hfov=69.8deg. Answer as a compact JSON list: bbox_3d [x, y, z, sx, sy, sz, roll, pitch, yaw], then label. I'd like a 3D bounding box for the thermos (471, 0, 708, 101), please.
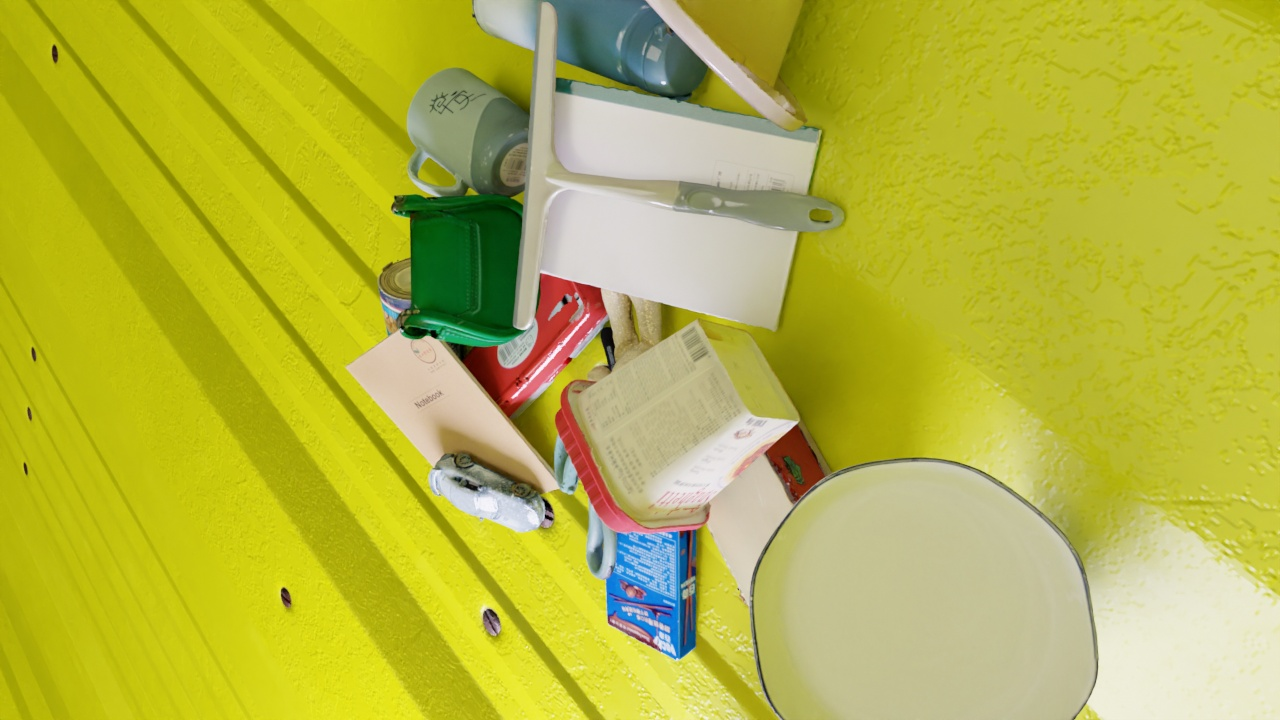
[{"bbox_3d":[-0.042,-0.262,0.725,0.220,0.070,0.070,32,118,33],"label":"thermos"}]

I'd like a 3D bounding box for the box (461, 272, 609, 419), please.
[{"bbox_3d":[-0.096,-0.025,0.841,0.202,0.048,0.087,-44,67,38],"label":"box"}]

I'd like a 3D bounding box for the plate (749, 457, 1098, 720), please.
[{"bbox_3d":[0.171,0.162,0.574,0.205,0.045,0.205,0,91,12],"label":"plate"}]

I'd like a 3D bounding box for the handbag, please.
[{"bbox_3d":[-0.149,-0.076,0.774,0.068,0.120,0.131,-12,79,54],"label":"handbag"}]

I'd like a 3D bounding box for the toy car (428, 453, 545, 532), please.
[{"bbox_3d":[-0.150,0.132,0.893,0.121,0.036,0.054,20,133,14],"label":"toy car"}]

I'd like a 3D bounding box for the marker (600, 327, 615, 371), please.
[{"bbox_3d":[-0.013,0.031,0.788,0.018,0.015,0.124,-18,86,39],"label":"marker"}]

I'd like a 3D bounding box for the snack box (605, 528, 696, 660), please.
[{"bbox_3d":[0.007,0.168,0.780,0.085,0.026,0.157,15,114,39],"label":"snack box"}]

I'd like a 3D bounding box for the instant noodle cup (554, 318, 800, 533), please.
[{"bbox_3d":[0.027,0.041,0.612,0.124,0.116,0.116,-39,65,26],"label":"instant noodle cup"}]

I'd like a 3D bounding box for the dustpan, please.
[{"bbox_3d":[0.001,-0.256,0.584,0.273,0.222,0.139,28,104,27],"label":"dustpan"}]

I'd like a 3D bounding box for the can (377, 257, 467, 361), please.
[{"bbox_3d":[-0.209,-0.037,0.888,0.075,0.075,0.111,34,139,33],"label":"can"}]

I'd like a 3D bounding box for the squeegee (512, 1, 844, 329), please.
[{"bbox_3d":[0.020,-0.118,0.654,0.247,0.039,0.247,12,106,17],"label":"squeegee"}]

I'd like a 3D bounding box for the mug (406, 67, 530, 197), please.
[{"bbox_3d":[-0.151,-0.188,0.811,0.106,0.082,0.111,40,82,26],"label":"mug"}]

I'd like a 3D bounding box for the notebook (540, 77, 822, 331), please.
[{"bbox_3d":[0.016,-0.117,0.684,0.209,0.012,0.150,16,109,15],"label":"notebook"}]

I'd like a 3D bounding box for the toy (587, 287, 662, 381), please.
[{"bbox_3d":[-0.004,0.004,0.742,0.105,0.066,0.157,-2,94,25],"label":"toy"}]

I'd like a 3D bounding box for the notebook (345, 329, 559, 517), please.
[{"bbox_3d":[-0.183,0.061,0.890,0.148,0.008,0.207,-25,109,42],"label":"notebook"}]

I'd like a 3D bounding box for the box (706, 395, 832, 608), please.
[{"bbox_3d":[0.092,0.114,0.666,0.092,0.079,0.168,-39,71,39],"label":"box"}]

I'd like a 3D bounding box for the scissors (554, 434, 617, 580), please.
[{"bbox_3d":[-0.040,0.110,0.772,0.174,0.019,0.177,126,133,-60],"label":"scissors"}]
